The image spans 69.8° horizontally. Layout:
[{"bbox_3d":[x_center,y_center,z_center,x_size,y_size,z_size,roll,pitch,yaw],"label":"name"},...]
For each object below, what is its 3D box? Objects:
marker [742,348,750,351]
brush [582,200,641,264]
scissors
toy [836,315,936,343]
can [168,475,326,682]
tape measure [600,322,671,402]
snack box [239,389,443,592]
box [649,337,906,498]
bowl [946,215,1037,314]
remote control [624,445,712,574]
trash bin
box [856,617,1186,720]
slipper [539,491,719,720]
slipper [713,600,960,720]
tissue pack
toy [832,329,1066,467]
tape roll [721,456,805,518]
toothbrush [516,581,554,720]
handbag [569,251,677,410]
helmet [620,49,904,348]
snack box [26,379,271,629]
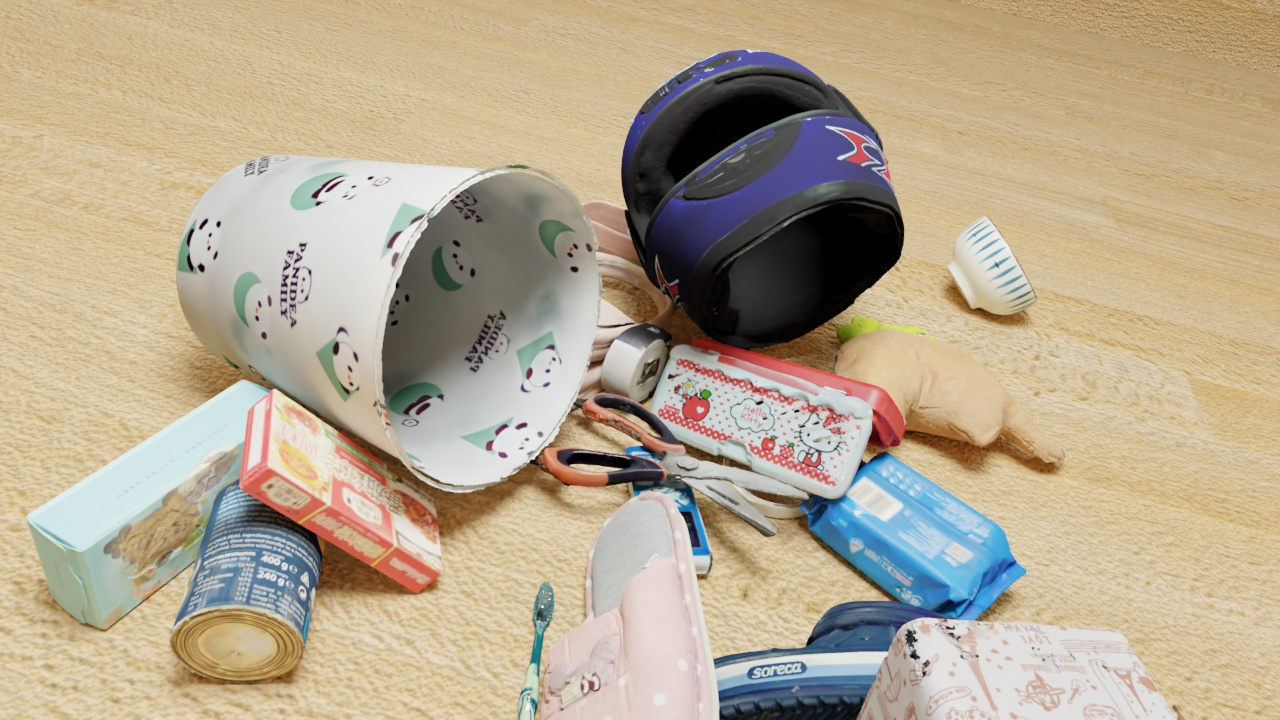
[{"bbox_3d":[0.103,0.004,0.889,0.022,0.020,0.132,-6,39,-15],"label":"marker"},{"bbox_3d":[-0.012,-0.136,1.011,0.146,0.063,0.072,21,27,14],"label":"brush"},{"bbox_3d":[0.015,0.079,0.722,0.225,0.015,0.188,1,29,-10],"label":"scissors"},{"bbox_3d":[0.259,-0.018,0.953,0.100,0.031,0.096,30,39,31],"label":"toy"},{"bbox_3d":[-0.239,0.134,0.572,0.075,0.075,0.111,3,37,-11],"label":"can"},{"bbox_3d":[-0.005,0.005,0.813,0.033,0.066,0.065,25,26,24],"label":"tape measure"},{"bbox_3d":[-0.193,0.088,0.605,0.025,0.153,0.075,-36,39,10],"label":"snack box"},{"bbox_3d":[0.105,0.051,0.768,0.202,0.095,0.101,18,72,39],"label":"box"},{"bbox_3d":[0.396,-0.100,1.054,0.066,0.116,0.116,-31,34,17],"label":"bowl"},{"bbox_3d":[0.019,0.114,0.713,0.049,0.024,0.124,1,36,-13],"label":"remote control"},{"bbox_3d":[-0.196,-0.048,0.695,0.252,0.230,0.228,16,34,30],"label":"trash bin"},{"bbox_3d":[0.196,0.257,0.440,0.154,0.183,0.184,6,33,-7],"label":"box"},{"bbox_3d":[-0.012,0.175,0.558,0.054,0.114,0.273,43,25,-24],"label":"slipper"},{"bbox_3d":[0.148,0.193,0.571,0.252,0.105,0.095,3,41,-13],"label":"slipper"},{"bbox_3d":[0.209,0.138,0.710,0.157,0.052,0.094,35,44,30],"label":"tissue pack"},{"bbox_3d":[0.288,0.034,0.856,0.226,0.083,0.143,12,41,-4],"label":"toy"},{"bbox_3d":[0.110,0.097,0.770,0.086,0.014,0.085,7,36,-5],"label":"tape roll"},{"bbox_3d":[-0.069,0.212,0.563,0.016,0.018,0.191,8,36,-3],"label":"toothbrush"},{"bbox_3d":[-0.065,-0.054,0.882,0.233,0.094,0.193,-17,45,-44],"label":"handbag"},{"bbox_3d":[0.096,-0.160,0.837,0.240,0.247,0.315,62,11,19],"label":"helmet"},{"bbox_3d":[-0.308,0.090,0.614,0.052,0.074,0.174,23,38,17],"label":"snack box"}]
